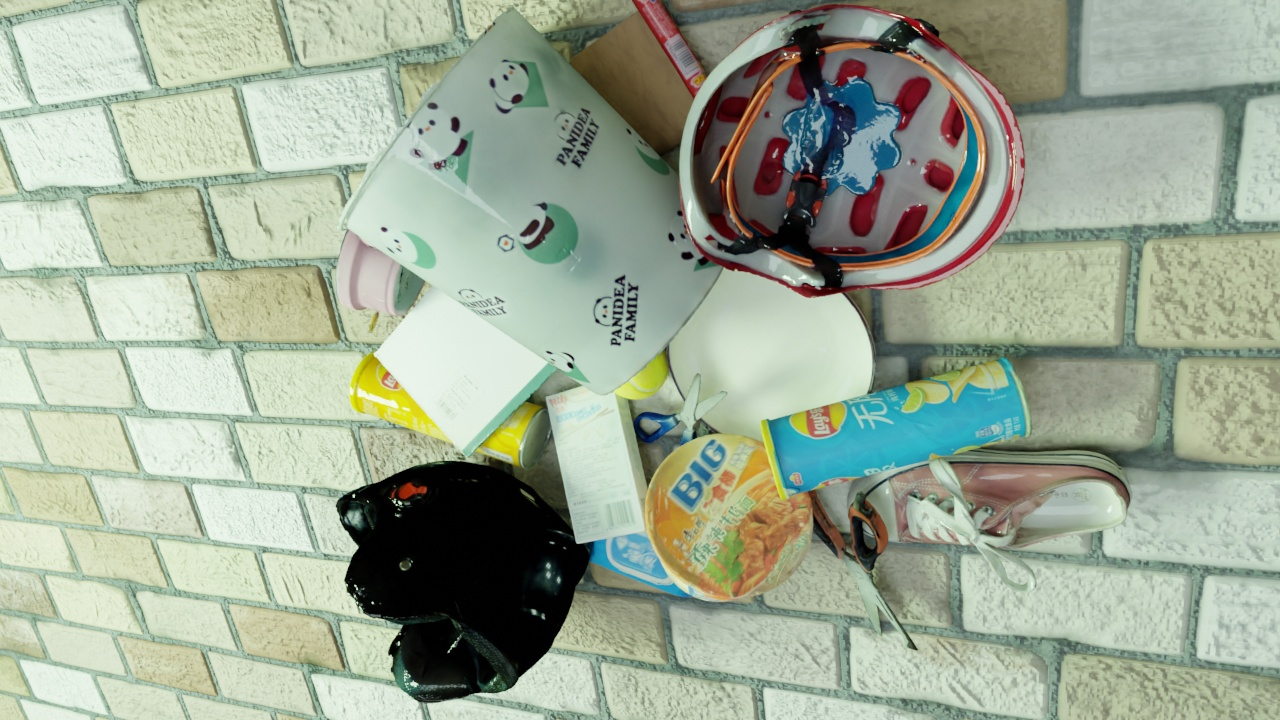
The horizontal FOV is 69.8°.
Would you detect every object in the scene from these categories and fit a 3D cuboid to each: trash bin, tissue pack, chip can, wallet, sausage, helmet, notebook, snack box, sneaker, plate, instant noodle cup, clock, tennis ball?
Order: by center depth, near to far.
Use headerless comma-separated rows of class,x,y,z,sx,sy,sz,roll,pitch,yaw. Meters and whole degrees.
helmet,0.153,-0.162,0.700,0.240,0.143,0.207,15,117,-1
sausage,0.031,-0.255,0.758,0.020,0.020,0.156,-31,94,31
trash bin,-0.076,-0.116,0.760,0.252,0.229,0.230,40,123,-13
chip can,0.212,0.058,0.774,0.210,0.071,0.071,-16,106,9
sneaker,0.291,0.130,0.796,0.242,0.087,0.118,-8,109,31
wallet,0.005,-0.237,0.798,0.101,0.020,0.115,-24,100,29
plate,0.120,-0.008,0.839,0.193,0.038,0.193,9,116,19
instant noodle cup,0.078,0.157,0.862,0.151,0.151,0.112,27,158,10
tennis ball,-0.005,0.005,0.884,0.065,0.065,0.065,9,116,19
clock,-0.246,-0.116,0.906,0.060,0.117,0.159,18,121,3
notebook,-0.158,-0.021,0.914,0.209,0.012,0.150,-44,86,21
snack box,-0.042,0.102,0.932,0.085,0.026,0.156,-17,81,28
tissue pack,0.015,0.191,0.966,0.157,0.052,0.095,17,118,16
helmet,-0.194,0.217,0.971,0.275,0.229,0.234,39,148,27
chip can,-0.205,0.053,0.987,0.213,0.071,0.072,17,118,16

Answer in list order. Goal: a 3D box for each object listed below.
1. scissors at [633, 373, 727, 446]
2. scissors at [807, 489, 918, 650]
scissors,0.035,0.054,0.880,0.144,0.012,0.170,17,143,32
scissors,0.204,0.185,0.876,0.189,0.015,0.224,42,155,27
